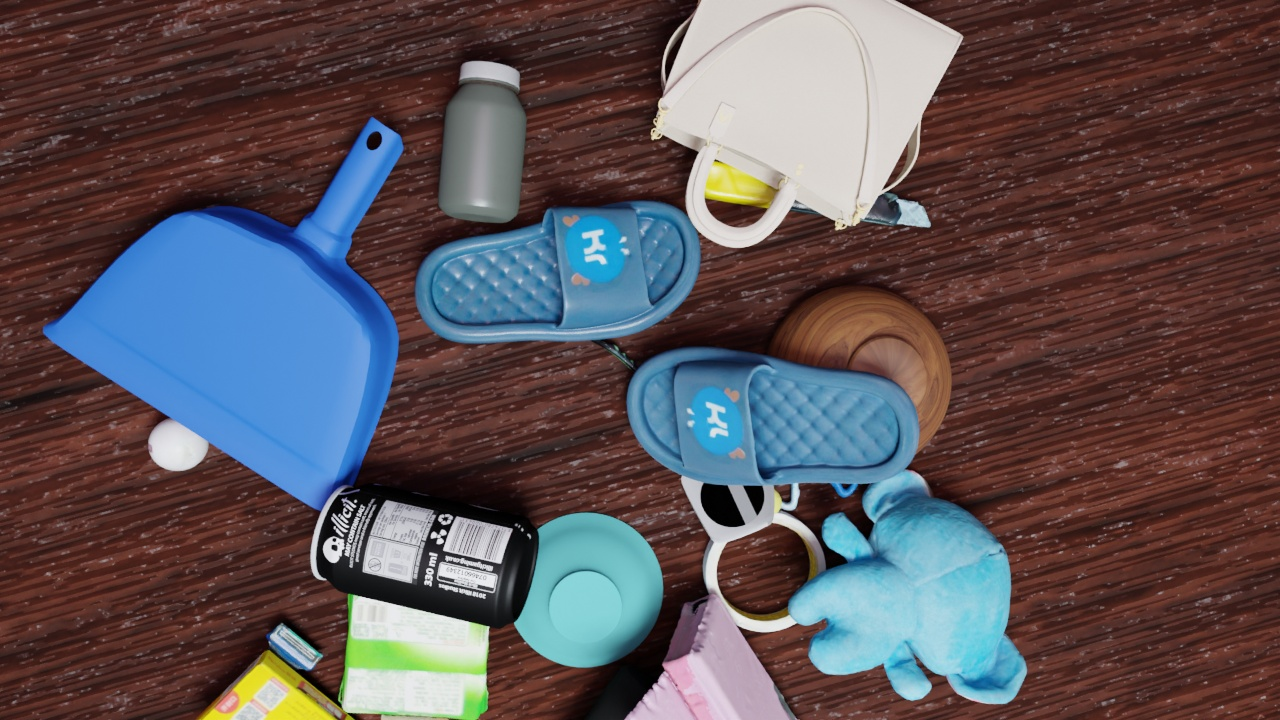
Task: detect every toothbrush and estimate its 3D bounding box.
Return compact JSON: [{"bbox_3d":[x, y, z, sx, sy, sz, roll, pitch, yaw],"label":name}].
[{"bbox_3d":[-0.004,0.004,0.707,0.188,0.014,0.017,40,88,-4],"label":"toothbrush"}]

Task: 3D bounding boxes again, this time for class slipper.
[{"bbox_3d":[-0.058,-0.063,0.669,0.213,0.059,0.103,-12,80,-7],"label":"slipper"},{"bbox_3d":[0.086,0.048,0.652,0.214,0.059,0.104,5,105,24],"label":"slipper"}]

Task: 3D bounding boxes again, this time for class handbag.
[{"bbox_3d":[0.102,-0.173,0.663,0.194,0.101,0.198,26,91,-1],"label":"handbag"}]

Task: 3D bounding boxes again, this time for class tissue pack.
[{"bbox_3d":[-0.170,0.222,0.695,0.114,0.034,0.099,5,89,-3],"label":"tissue pack"}]

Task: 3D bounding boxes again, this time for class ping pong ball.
[{"bbox_3d":[-0.340,0.061,0.676,0.040,0.040,0.040,0,92,-3],"label":"ping pong ball"}]

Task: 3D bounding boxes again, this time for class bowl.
[{"bbox_3d":[0.171,0.014,0.682,0.147,0.069,0.147,0,88,-8],"label":"bowl"},{"bbox_3d":[-0.041,0.180,0.694,0.121,0.046,0.121,0,92,-3],"label":"bowl"}]

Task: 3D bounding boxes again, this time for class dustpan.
[{"bbox_3d":[-0.257,-0.062,0.669,0.245,0.059,0.258,34,100,-4],"label":"dustpan"}]

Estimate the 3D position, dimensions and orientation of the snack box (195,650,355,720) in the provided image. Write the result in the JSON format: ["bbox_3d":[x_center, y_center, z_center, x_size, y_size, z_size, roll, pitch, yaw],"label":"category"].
[{"bbox_3d":[-0.250,0.293,0.686,0.075,0.025,0.152,-45,102,-1],"label":"snack box"}]

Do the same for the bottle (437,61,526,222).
[{"bbox_3d":[-0.115,-0.158,0.673,0.060,0.060,0.108,5,92,-4],"label":"bottle"}]

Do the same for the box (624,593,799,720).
[{"bbox_3d":[0.078,0.304,0.642,0.051,0.179,0.233,-27,100,33],"label":"box"}]

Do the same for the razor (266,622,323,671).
[{"bbox_3d":[-0.305,0.259,0.696,0.141,0.018,0.044,-45,103,0],"label":"razor"}]

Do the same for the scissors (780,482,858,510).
[{"bbox_3d":[0.117,0.057,0.718,0.097,0.020,0.132,-29,94,-6],"label":"scissors"}]

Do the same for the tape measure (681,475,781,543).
[{"bbox_3d":[0.070,0.102,0.701,0.064,0.017,0.065,-24,67,-2],"label":"tape measure"}]

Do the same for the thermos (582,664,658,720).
[{"bbox_3d":[-0.045,0.338,0.676,0.106,0.106,0.218,35,84,-4],"label":"thermos"}]

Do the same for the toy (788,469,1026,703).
[{"bbox_3d":[0.189,0.178,0.679,0.180,0.115,0.183,-16,70,-20],"label":"toy"}]

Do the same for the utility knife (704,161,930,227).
[{"bbox_3d":[0.135,-0.125,0.708,0.186,0.020,0.029,9,91,-2],"label":"utility knife"}]

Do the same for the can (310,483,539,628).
[{"bbox_3d":[-0.152,0.139,0.661,0.146,0.080,0.080,11,91,6],"label":"can"}]

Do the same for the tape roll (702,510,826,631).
[{"bbox_3d":[0.096,0.163,0.715,0.094,0.019,0.094,0,92,-4],"label":"tape roll"}]
